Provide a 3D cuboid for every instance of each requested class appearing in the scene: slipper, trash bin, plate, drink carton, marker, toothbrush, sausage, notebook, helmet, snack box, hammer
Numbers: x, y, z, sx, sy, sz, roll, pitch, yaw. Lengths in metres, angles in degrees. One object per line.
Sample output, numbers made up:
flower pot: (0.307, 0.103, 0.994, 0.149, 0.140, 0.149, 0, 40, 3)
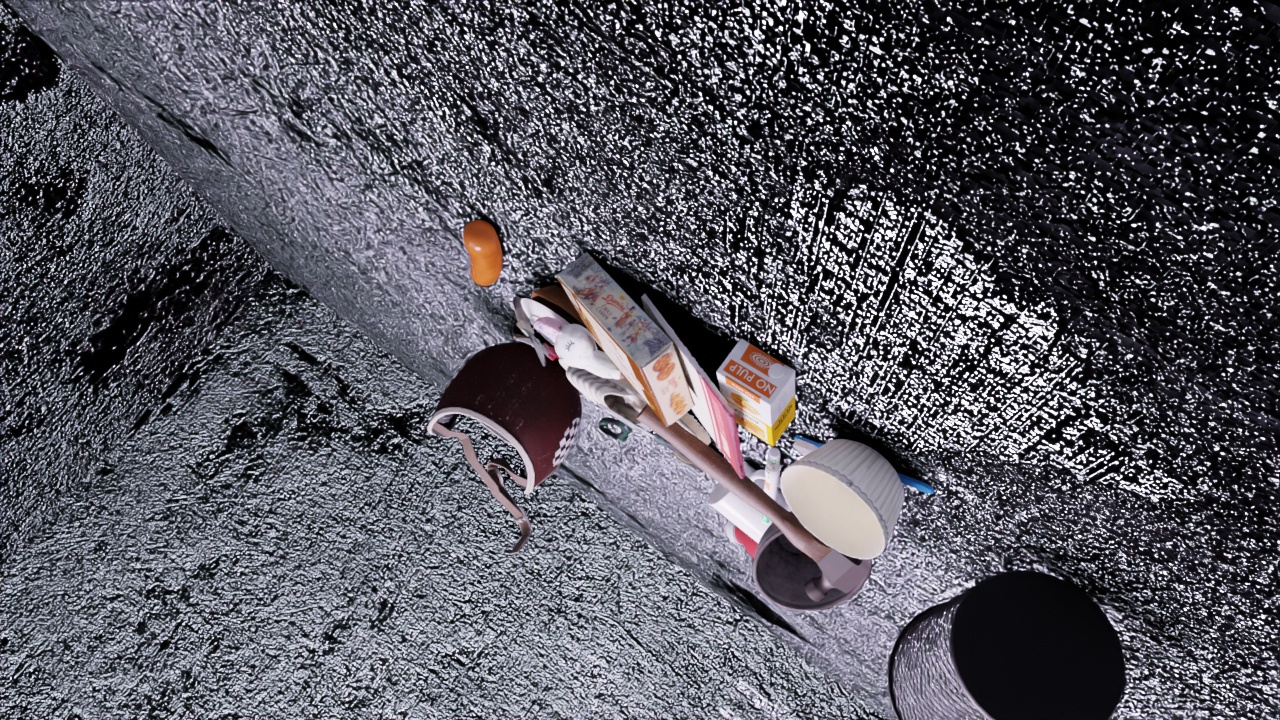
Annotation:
slipper: (-0.016, 0.059, 1.264, 0.273, 0.054, 0.114, 26, 167, 38)
trash bin: (0.348, 0.299, 0.880, 0.184, 0.183, 0.210, 33, 160, 19)
plate: (-0.077, -0.048, 1.114, 0.131, 0.025, 0.131, 35, 166, 10)
drink carton: (0.111, 0.031, 0.868, 0.058, 0.040, 0.122, 32, 165, 21)
marker: (0.158, 0.154, 1.114, 0.017, 0.017, 0.146, 31, 147, 27)
toothbrush: (0.214, 0.104, 0.901, 0.167, 0.014, 0.016, 20, 158, 50)
sausage: (-0.189, -0.126, 1.114, 0.044, 0.039, 0.164, 40, 166, 2)
notebook: (0.059, 0.033, 0.954, 0.153, 0.012, 0.209, 55, 174, 25)
plate: (-0.099, -0.029, 1.145, 0.134, 0.011, 0.135, 35, 166, 10)
helmet: (-0.206, 0.102, 1.441, 0.233, 0.252, 0.234, 32, 142, 3)
snack box: (-0.012, -0.019, 0.937, 0.147, 0.041, 0.143, 49, 172, 29)
hammer: (0.131, 0.155, 1.065, 0.323, 0.115, 0.033, 38, -155, -3)

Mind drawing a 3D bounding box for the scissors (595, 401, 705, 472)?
scissors: (0.011, 0.109, 1.253, 0.201, 0.015, 0.205, 34, 164, -15)

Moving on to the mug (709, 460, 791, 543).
mug: (0.158, 0.181, 1.201, 0.090, 0.073, 0.111, 39, 141, -7)

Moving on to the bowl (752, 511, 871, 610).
bowl: (0.210, 0.238, 1.151, 0.145, 0.145, 0.067, 43, -159, -21)

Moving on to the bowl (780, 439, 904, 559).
bowl: (0.198, 0.124, 0.868, 0.115, 0.062, 0.115, 36, 150, 24)

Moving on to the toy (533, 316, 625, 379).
toy: (-0.071, -0.013, 1.071, 0.122, 0.038, 0.079, 33, 162, -3)

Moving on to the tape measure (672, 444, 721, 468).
tape measure: (0.076, 0.126, 1.279, 0.061, 0.034, 0.062, 40, 158, -27)

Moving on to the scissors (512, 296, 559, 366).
scissors: (-0.136, -0.033, 1.203, 0.179, 0.015, 0.198, 52, -172, 31)

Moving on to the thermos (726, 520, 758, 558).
thermos: (0.197, 0.271, 1.361, 0.073, 0.073, 0.240, 42, 166, -18)
